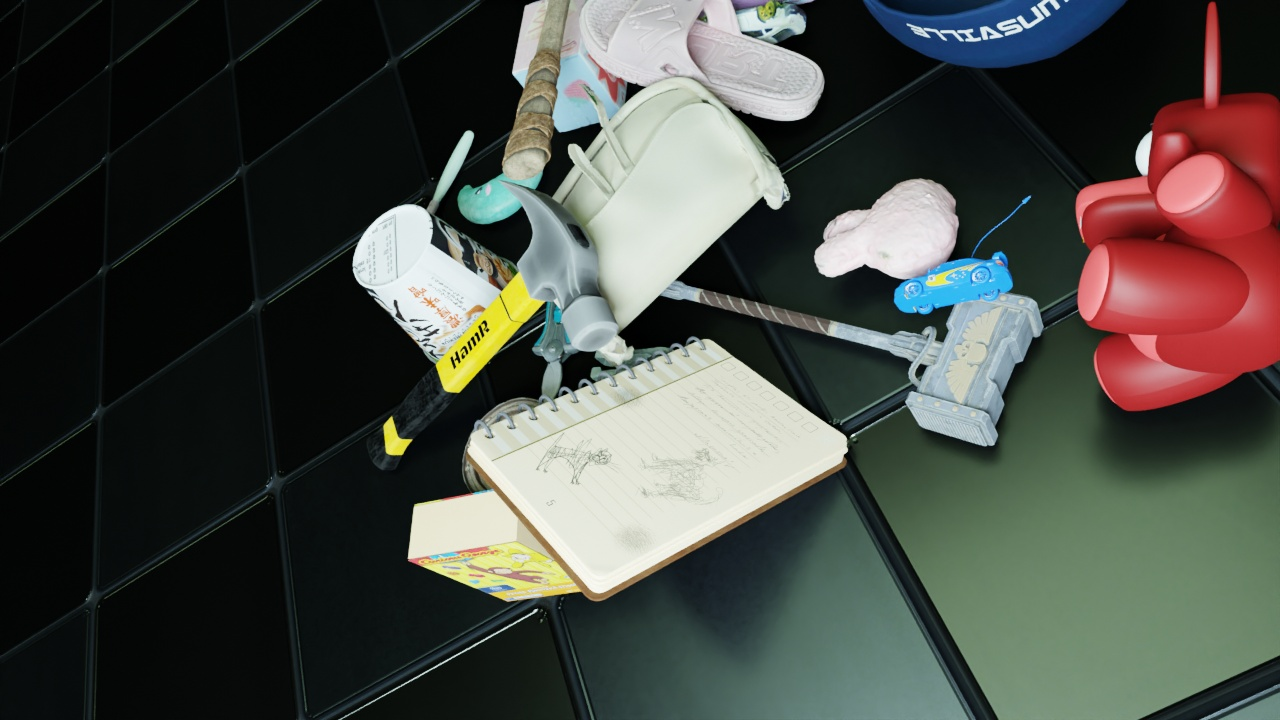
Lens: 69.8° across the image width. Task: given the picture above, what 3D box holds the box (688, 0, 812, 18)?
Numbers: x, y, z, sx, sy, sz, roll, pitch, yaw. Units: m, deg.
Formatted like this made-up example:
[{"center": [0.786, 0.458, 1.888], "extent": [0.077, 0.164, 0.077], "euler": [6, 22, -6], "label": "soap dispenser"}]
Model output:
[{"center": [0.079, -0.373, 0.915], "extent": [0.215, 0.033, 0.076], "euler": [-2, 62, 29], "label": "box"}]

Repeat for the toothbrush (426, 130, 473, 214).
[{"center": [-0.212, -0.183, 0.985], "extent": [0.022, 0.015, 0.154], "euler": [-15, 51, 59], "label": "toothbrush"}]

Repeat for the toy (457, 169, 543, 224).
[{"center": [-0.144, -0.176, 0.935], "extent": [0.105, 0.033, 0.085], "euler": [-27, 44, 16], "label": "toy"}]

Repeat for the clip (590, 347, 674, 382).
[{"center": [-0.005, 0.005, 0.764], "extent": [0.076, 0.023, 0.044], "euler": [-2, 65, 30], "label": "clip"}]

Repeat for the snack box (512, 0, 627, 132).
[{"center": [-0.066, -0.300, 0.918], "extent": [0.080, 0.093, 0.094], "euler": [-8, 60, 26], "label": "snack box"}]

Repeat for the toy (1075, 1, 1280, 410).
[{"center": [0.323, -0.081, 0.543], "extent": [0.121, 0.158, 0.196], "euler": [2, 64, 36], "label": "toy"}]

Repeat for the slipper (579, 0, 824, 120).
[{"center": [0.050, -0.284, 0.813], "extent": [0.239, 0.064, 0.094], "euler": [25, 60, 14], "label": "slipper"}]

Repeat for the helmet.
[{"center": [0.263, -0.353, 0.676], "extent": [0.233, 0.222, 0.272], "euler": [-18, 86, 36], "label": "helmet"}]

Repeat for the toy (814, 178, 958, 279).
[{"center": [0.183, -0.095, 0.684], "extent": [0.105, 0.053, 0.108], "euler": [-9, 35, 28], "label": "toy"}]

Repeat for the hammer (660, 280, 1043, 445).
[{"center": [0.125, -0.030, 0.702], "extent": [0.322, 0.044, 0.098], "euler": [18, 74, 37], "label": "hammer"}]

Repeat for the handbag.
[{"center": [-0.001, -0.131, 0.752], "extent": [0.229, 0.132, 0.184], "euler": [-46, 45, -1], "label": "handbag"}]

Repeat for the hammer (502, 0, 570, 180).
[{"center": [-0.076, -0.283, 0.800], "extent": [0.122, 0.049, 0.318], "euler": [-17, 51, 32], "label": "hammer"}]

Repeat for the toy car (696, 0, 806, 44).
[{"center": [0.103, -0.312, 0.863], "extent": [0.106, 0.048, 0.033], "euler": [3, 98, 29], "label": "toy car"}]

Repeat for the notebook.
[{"center": [0.011, 0.059, 0.640], "extent": [0.224, 0.024, 0.167], "euler": [-22, 44, -32], "label": "notebook"}]

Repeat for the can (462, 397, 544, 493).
[{"center": [-0.085, 0.084, 0.731], "extent": [0.090, 0.074, 0.089], "euler": [-13, 59, 23], "label": "can"}]

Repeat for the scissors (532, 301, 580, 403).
[{"center": [-0.078, -0.030, 0.826], "extent": [0.136, 0.019, 0.138], "euler": [-50, 53, 0], "label": "scissors"}]

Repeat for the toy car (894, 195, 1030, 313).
[{"center": [0.215, -0.071, 0.614], "extent": [0.092, 0.033, 0.061], "euler": [-11, 64, 29], "label": "toy car"}]

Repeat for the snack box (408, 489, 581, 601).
[{"center": [-0.094, 0.138, 0.675], "extent": [0.088, 0.126, 0.040], "euler": [-14, 59, 22], "label": "snack box"}]

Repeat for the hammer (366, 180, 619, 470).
[{"center": [-0.147, -0.006, 0.772], "extent": [0.325, 0.034, 0.169], "euler": [-43, 58, 32], "label": "hammer"}]

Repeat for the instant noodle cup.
[{"center": [-0.190, -0.074, 0.846], "extent": [0.124, 0.122, 0.123], "euler": [-13, 59, 23], "label": "instant noodle cup"}]
